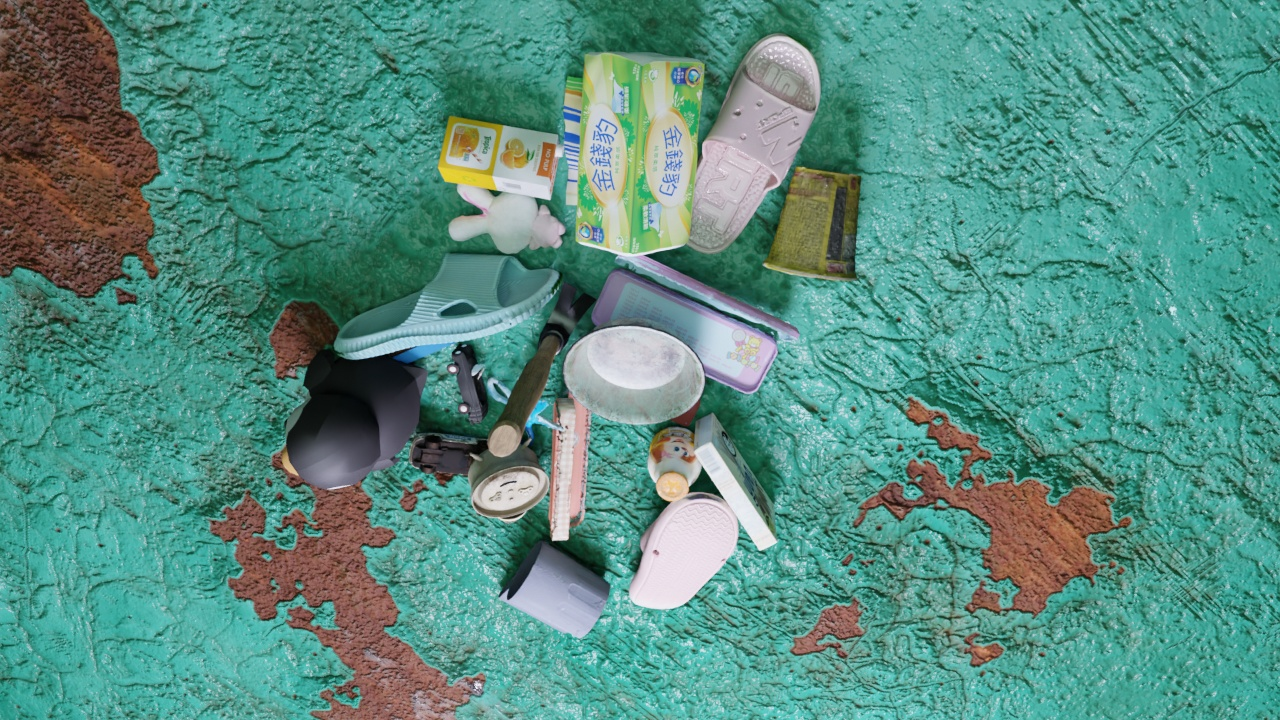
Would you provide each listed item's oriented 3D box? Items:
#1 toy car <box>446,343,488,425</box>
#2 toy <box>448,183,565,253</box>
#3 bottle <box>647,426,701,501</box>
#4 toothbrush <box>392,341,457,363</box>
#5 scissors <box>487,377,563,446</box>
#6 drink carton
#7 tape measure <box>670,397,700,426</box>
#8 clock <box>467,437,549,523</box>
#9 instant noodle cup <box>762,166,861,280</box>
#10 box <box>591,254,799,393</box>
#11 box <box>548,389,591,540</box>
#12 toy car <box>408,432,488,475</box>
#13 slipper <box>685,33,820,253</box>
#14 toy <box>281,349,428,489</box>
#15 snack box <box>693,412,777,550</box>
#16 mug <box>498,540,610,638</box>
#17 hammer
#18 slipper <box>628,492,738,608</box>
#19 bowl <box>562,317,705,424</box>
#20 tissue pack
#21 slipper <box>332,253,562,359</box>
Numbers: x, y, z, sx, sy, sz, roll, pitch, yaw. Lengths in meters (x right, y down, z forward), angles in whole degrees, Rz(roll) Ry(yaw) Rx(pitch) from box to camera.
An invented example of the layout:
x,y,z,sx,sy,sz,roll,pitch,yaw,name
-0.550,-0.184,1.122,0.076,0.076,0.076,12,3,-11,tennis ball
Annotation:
x,y,z,sx,sy,sz,roll,pitch,yaw,name
-0.198,0.027,1.076,0.037,0.040,0.092,-10,107,8,toy car
-0.144,-0.155,1.006,0.125,0.037,0.076,13,102,-3,toy
0.039,0.121,1.057,0.063,0.108,0.063,2,110,4,bottle
-0.223,-0.025,1.074,0.167,0.014,0.016,-22,107,13,toothbrush
-0.127,0.071,1.063,0.141,0.013,0.113,18,133,42,scissors
-0.145,-0.213,0.970,0.122,0.040,0.058,10,80,1,drink carton
0.040,0.045,1.076,0.059,0.019,0.051,23,111,-4,tape measure
-0.161,0.151,1.104,0.093,0.054,0.141,-14,139,-15,clock
0.185,-0.143,0.960,0.102,0.102,0.108,9,102,1,instant noodle cup
0.061,-0.050,1.017,0.214,0.062,0.140,24,145,-5,box
-0.084,0.127,1.090,0.055,0.076,0.187,20,117,34,box
-0.223,0.113,1.116,0.112,0.040,0.048,9,112,-18,toy car
0.111,-0.215,0.950,0.094,0.064,0.240,26,112,-5,slipper
-0.321,0.069,1.025,0.140,0.183,0.159,-23,108,13,toy
0.112,0.140,1.073,0.026,0.081,0.150,-29,105,15,snack box
-0.111,0.297,1.159,0.104,0.083,0.124,32,133,-9,mug
-0.104,0.012,0.922,0.040,0.304,0.132,29,109,-6,hammer
0.048,0.232,1.109,0.106,0.055,0.222,9,132,-15,slipper
-0.006,0.006,1.018,0.157,0.038,0.158,4,135,3,bowl
-0.026,-0.218,0.945,0.141,0.120,0.198,20,109,36,tissue pack
-0.221,-0.065,1.009,0.276,0.115,0.069,-13,122,13,slipper
